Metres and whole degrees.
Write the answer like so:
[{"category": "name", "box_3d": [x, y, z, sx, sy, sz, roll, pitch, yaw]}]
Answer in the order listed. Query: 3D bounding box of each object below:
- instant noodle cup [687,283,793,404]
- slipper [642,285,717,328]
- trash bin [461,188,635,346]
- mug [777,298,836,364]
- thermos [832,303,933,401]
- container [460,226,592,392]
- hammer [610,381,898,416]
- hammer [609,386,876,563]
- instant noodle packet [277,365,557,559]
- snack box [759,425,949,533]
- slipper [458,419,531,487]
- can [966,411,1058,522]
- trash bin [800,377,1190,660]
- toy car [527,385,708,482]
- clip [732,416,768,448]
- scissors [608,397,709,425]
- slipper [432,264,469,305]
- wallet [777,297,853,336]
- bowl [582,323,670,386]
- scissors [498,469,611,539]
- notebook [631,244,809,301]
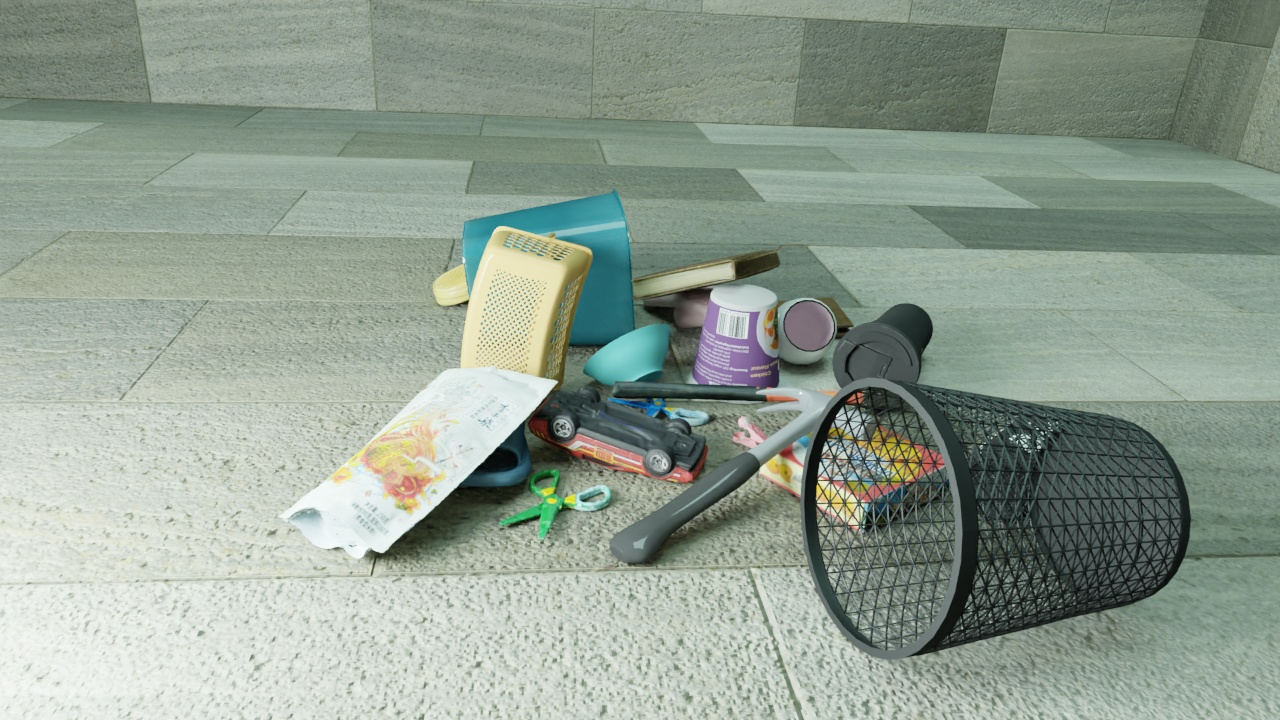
[{"category": "instant noodle cup", "box_3d": [0.133, -0.026, 1.162, 0.137, 0.122, 0.121, 6, 24, 6]}, {"category": "slipper", "box_3d": [0.089, -0.080, 1.361, 0.106, 0.056, 0.222, -14, 19, -35]}, {"category": "trash bin", "box_3d": [-0.127, -0.119, 1.274, 0.218, 0.199, 0.196, -6, 25, -5]}, {"category": "mug", "box_3d": [0.203, -0.045, 1.245, 0.124, 0.090, 0.076, 19, -11, -2]}, {"category": "thermos", "box_3d": [0.330, -0.018, 1.209, 0.106, 0.106, 0.218, 14, 21, 23]}, {"category": "container", "box_3d": [-0.140, -0.060, 1.106, 0.129, 0.183, 0.166, 14, 15, 0]}, {"category": "hammer", "box_3d": [0.133, 0.040, 1.072, 0.333, 0.033, 0.133, 2, -7, 5]}, {"category": "hammer", "box_3d": [0.092, 0.109, 0.909, 0.310, 0.030, 0.125, -29, 37, -32]}, {"category": "instant noodle packet", "box_3d": [-0.211, 0.081, 0.896, 0.147, 0.057, 0.268, 9, 37, 28]}, {"category": "snack box", "box_3d": [0.225, 0.113, 0.965, 0.144, 0.040, 0.143, -16, 30, -36]}, {"category": "slipper", "box_3d": [-0.171, 0.074, 0.980, 0.103, 0.059, 0.213, -3, 23, -8]}, {"category": "can", "box_3d": [0.398, 0.107, 0.953, 0.080, 0.080, 0.145, 23, 31, 37]}, {"category": "trash bin", "box_3d": [0.295, 0.126, 0.763, 0.243, 0.217, 0.217, 2, 23, -20]}, {"category": "toy car", "box_3d": [-0.023, 0.081, 0.986, 0.189, 0.056, 0.081, 16, 28, 12]}, {"category": "clip", "box_3d": [0.126, 0.090, 1.032, 0.023, 0.050, 0.058, -29, 81, -46]}, {"category": "scissors", "box_3d": [0.024, 0.057, 1.103, 0.130, 0.013, 0.125, 9, 24, 18]}, {"category": "slipper", "box_3d": [-0.188, -0.132, 1.422, 0.263, 0.078, 0.099, -22, 31, -12]}, {"category": "wallet", "box_3d": [0.258, -0.065, 1.388, 0.098, 0.027, 0.121, -2, 26, -6]}, {"category": "bowl", "box_3d": [-0.007, 0.007, 1.135, 0.120, 0.121, 0.046, -16, 70, -36]}, {"category": "scissors", "box_3d": [-0.078, 0.143, 0.897, 0.117, 0.012, 0.129, 4, 23, 1]}, {"category": "notebook", "box_3d": [0.111, -0.122, 1.238, 0.190, 0.034, 0.215, -11, 5, 24]}]
